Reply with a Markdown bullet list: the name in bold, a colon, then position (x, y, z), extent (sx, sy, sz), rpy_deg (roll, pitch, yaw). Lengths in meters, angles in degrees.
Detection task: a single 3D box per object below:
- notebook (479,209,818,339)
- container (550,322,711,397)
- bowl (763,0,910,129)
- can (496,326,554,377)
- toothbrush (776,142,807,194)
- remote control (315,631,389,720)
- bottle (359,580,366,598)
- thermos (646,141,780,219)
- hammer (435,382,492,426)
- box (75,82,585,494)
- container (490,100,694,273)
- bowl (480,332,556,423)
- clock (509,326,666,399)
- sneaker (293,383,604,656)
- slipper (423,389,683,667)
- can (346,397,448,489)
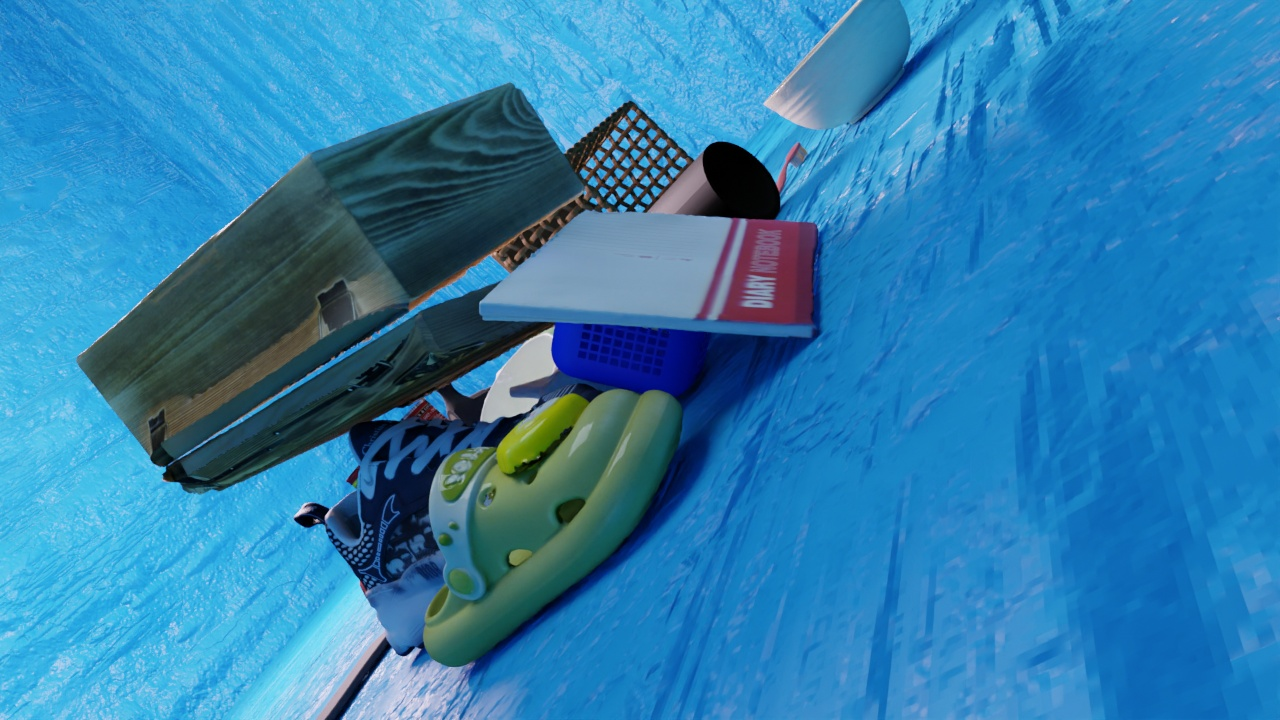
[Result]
- **notebook**: position (0.019, -0.054, 0.497), extent (0.208, 0.153, 0.012), rpy_deg (-63, -24, -67)
- **container**: position (-0.003, -0.022, 0.544), extent (0.114, 0.096, 0.058), rpy_deg (-63, -14, -75)
- **bowl**: position (0.193, -0.268, 0.845), extent (0.151, 0.075, 0.150), rpy_deg (-47, 6, 6)
- **can**: position (-0.079, 0.003, 0.941), extent (0.140, 0.088, 0.087), rpy_deg (-45, 7, 24)
- **toothbrush**: position (0.142, -0.176, 0.920), extent (0.015, 0.015, 0.183), rpy_deg (-42, 11, 40)
- **remote control**: position (-0.232, 0.261, 0.734), extent (0.047, 0.009, 0.124), rpy_deg (-44, 7, 27)
- **bottle**: position (-0.218, 0.191, 0.835), extent (0.062, 0.062, 0.177), rpy_deg (-52, 8, -34)
- **thermos**: position (0.037, -0.112, 0.876), extent (0.199, 0.086, 0.085), rpy_deg (-41, 9, 46)
- **hammer**: position (-0.104, -0.002, 1.135), extent (0.304, 0.132, 0.040), rpy_deg (-37, 0, -31)
- **box**: position (-0.191, -0.036, 0.630), extent (0.280, 0.168, 0.244), rpy_deg (-25, 10, 31)
- **container**: position (-0.044, -0.208, 1.397), extent (0.215, 0.219, 0.250), rpy_deg (-42, 8, 41)
- **bowl**: position (-0.091, 0.039, 0.855), extent (0.118, 0.061, 0.117), rpy_deg (-37, 34, 30)
- **clock**: position (-0.018, -0.009, 0.666), extent (0.161, 0.073, 0.125), rpy_deg (-46, 6, 12)
- **sneaker**: position (-0.123, 0.078, 0.570), extent (0.270, 0.132, 0.103), rpy_deg (-41, 7, 37)
- **slipper**: position (-0.057, 0.069, 0.435), extent (0.191, 0.081, 0.091), rpy_deg (-47, 3, 29)
- **can**: position (-0.152, 0.099, 0.707), extent (0.087, 0.116, 0.086), rpy_deg (-47, 6, 6)
